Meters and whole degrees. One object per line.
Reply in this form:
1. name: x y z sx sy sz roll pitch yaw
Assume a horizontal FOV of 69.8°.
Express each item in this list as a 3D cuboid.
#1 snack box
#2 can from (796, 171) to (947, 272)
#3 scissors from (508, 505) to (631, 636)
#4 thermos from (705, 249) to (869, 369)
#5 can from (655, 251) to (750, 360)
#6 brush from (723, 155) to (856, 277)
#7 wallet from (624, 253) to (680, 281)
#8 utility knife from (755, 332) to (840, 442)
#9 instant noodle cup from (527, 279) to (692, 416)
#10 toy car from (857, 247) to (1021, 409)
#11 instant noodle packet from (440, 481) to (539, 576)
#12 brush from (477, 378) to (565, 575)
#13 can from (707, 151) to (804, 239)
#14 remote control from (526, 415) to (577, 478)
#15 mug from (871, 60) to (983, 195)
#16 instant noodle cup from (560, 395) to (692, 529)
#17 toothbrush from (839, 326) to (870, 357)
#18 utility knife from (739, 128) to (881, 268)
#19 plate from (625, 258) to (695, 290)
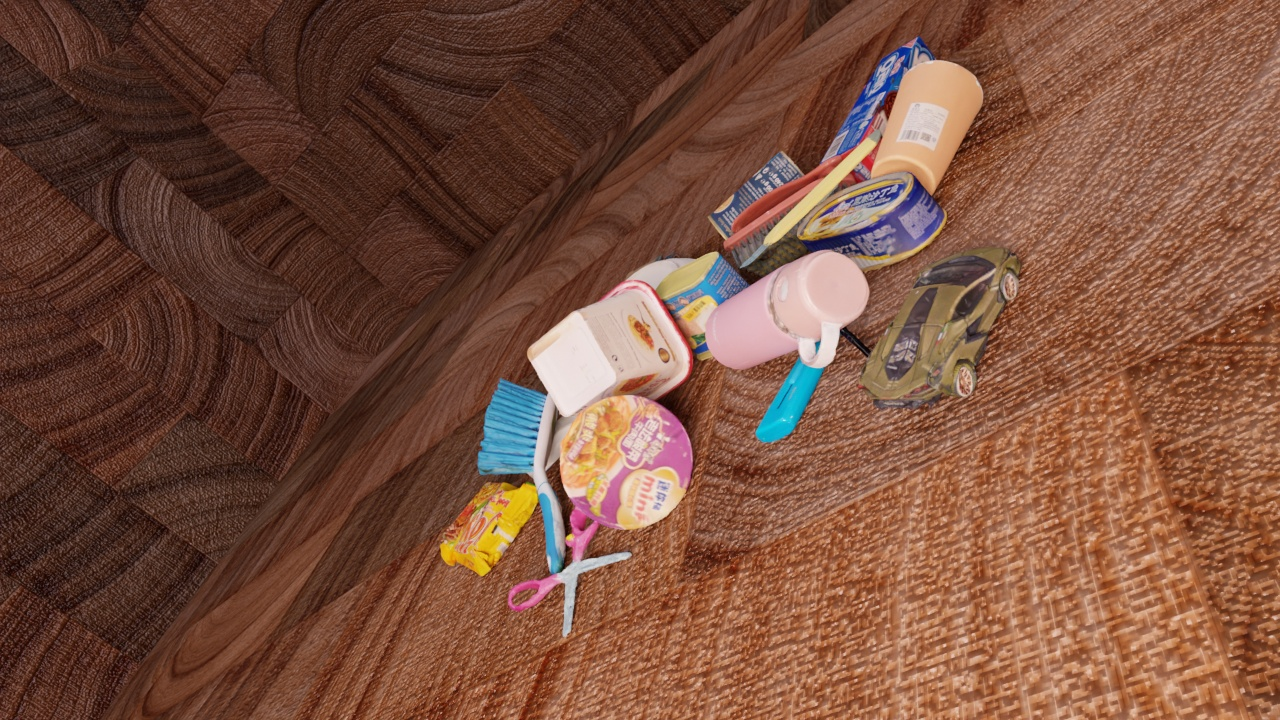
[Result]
1. snack box: 0.262 -0.262 0.981 0.057 0.058 0.206 -22 30 53
2. can: 0.202 -0.121 0.820 0.074 0.049 0.148 -51 18 -17
3. scissors: -0.062 0.179 0.790 0.134 0.017 0.133 -24 37 23
4. thermos: 0.114 -0.028 0.744 0.199 0.067 0.087 155 119 -73
5. can: 0.069 -0.055 0.923 0.102 0.083 0.057 -21 30 53
6. brush: 0.156 -0.149 0.939 0.146 0.063 0.069 -32 59 34
7. wallet: 0.002 -0.103 1.275 0.090 0.033 0.115 -55 16 -24
8. utility knife: 0.143 -0.005 0.754 0.034 0.018 0.181 -23 27 52
9. instant noodle cup: -0.032 -0.005 0.877 0.117 0.116 0.124 -36 -10 31
10. toy car: 0.201 -0.026 0.615 0.070 0.042 0.157 -3 42 49
11. instant noodle packet: -0.169 0.181 1.015 0.110 0.044 0.129 -58 21 -21
12. brush: -0.119 0.113 0.957 0.313 0.109 0.061 -86 2 -62
13. can: 0.141 -0.170 1.025 0.111 0.075 0.075 -42 18 13
14. remote control: -0.090 0.085 1.078 0.125 0.024 0.049 -46 19 -3
15. mug: 0.260 -0.206 0.845 0.078 0.078 0.122 -19 36 55
16. instant noodle cup: -0.020 0.083 0.798 0.111 0.111 0.099 -48 9 -6
17. toothbrush: 0.163 -0.015 0.707 0.017 0.014 0.189 -40 25 9
18. utility knife: 0.160 -0.153 0.870 0.183 0.019 0.031 -40 14 8
19. plate: 0.010 -0.073 1.131 0.163 0.034 0.164 -51 30 -14
